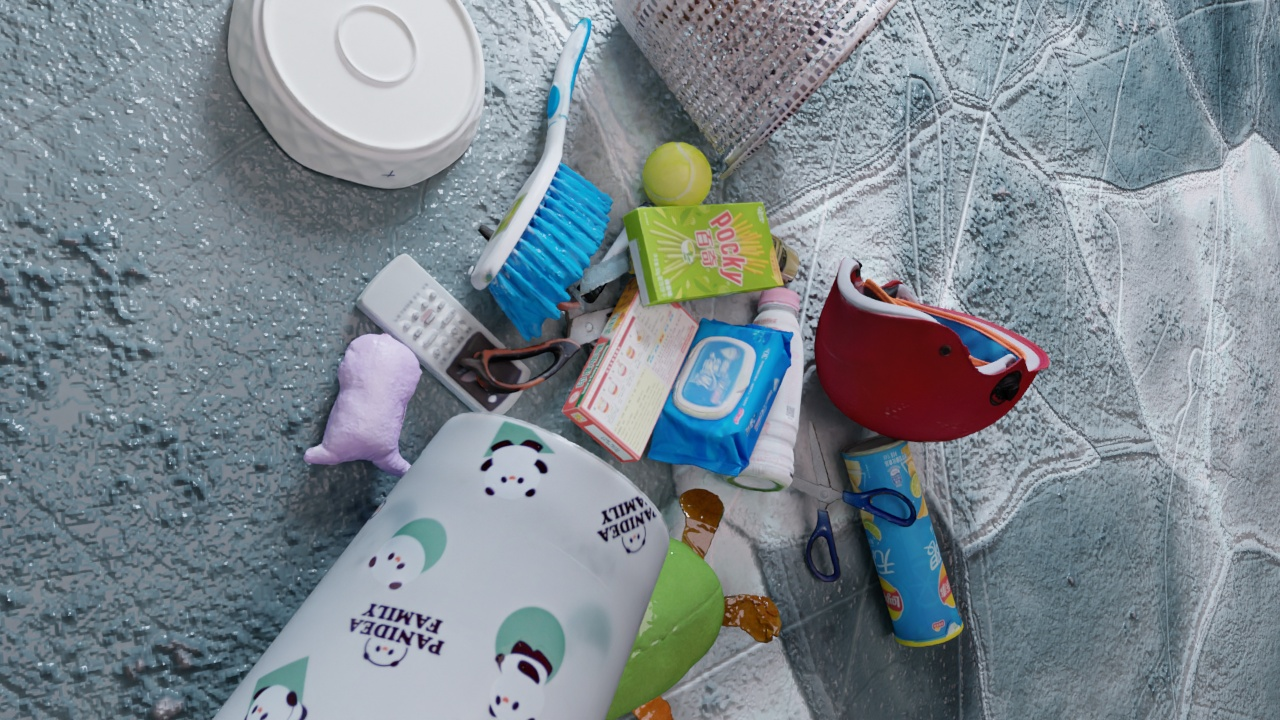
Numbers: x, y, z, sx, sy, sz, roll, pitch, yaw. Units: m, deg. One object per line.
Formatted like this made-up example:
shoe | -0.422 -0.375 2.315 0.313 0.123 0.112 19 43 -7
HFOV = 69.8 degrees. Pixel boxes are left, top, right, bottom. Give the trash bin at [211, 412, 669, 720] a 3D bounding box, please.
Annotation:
trash bin | -0.114 0.186 0.591 0.229 0.230 0.251 41 58 -21

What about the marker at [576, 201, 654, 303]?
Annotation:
marker | -0.020 -0.101 0.830 0.022 0.018 0.130 42 53 -16

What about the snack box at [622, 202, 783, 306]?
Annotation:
snack box | 0.060 -0.100 0.842 0.156 0.026 0.085 -9 85 -37

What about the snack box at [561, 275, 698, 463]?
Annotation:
snack box | -0.005 0.005 0.804 0.077 0.027 0.155 44 54 -26

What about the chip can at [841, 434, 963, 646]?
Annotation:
chip can | 0.272 0.185 0.956 0.071 0.071 0.210 -18 93 -34

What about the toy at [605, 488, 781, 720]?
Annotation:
toy | -0.003 0.218 0.763 0.246 0.090 0.227 -25 96 -30

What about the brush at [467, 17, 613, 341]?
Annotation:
brush | -0.066 -0.167 0.787 0.109 0.061 0.313 37 56 -20

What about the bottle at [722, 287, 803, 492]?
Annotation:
bottle | 0.125 0.025 0.890 0.068 0.068 0.196 22 68 -29

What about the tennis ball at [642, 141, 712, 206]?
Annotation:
tennis ball | 0.034 -0.171 0.859 0.065 0.066 0.065 6 80 -32

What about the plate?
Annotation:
plate | -0.212 -0.241 0.723 0.204 0.046 0.204 6 79 -32

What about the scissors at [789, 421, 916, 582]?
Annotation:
scissors | 0.192 0.143 0.912 0.176 0.012 0.162 9 103 0

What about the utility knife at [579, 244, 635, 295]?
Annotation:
utility knife | 0.017 -0.102 0.844 0.218 0.015 0.033 -31 108 -43

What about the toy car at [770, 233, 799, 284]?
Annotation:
toy car | 0.127 -0.109 0.929 0.090 0.035 0.042 26 71 -30

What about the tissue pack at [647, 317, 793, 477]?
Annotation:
tissue pack | 0.072 0.029 0.833 0.156 0.095 0.052 -64 147 -23

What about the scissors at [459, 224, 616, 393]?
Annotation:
scissors | -0.064 -0.029 0.791 0.226 0.015 0.188 41 53 -22

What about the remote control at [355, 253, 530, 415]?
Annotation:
remote control | -0.155 -0.017 0.739 0.150 0.021 0.058 44 62 -19

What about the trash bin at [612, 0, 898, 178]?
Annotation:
trash bin | 0.090 -0.314 0.845 0.192 0.228 0.226 44 61 -6

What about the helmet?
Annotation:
helmet | 0.278 0.007 0.925 0.239 0.207 0.144 14 110 -29

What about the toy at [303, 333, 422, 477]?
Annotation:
toy | -0.199 0.032 0.692 0.083 0.039 0.108 18 71 -30
